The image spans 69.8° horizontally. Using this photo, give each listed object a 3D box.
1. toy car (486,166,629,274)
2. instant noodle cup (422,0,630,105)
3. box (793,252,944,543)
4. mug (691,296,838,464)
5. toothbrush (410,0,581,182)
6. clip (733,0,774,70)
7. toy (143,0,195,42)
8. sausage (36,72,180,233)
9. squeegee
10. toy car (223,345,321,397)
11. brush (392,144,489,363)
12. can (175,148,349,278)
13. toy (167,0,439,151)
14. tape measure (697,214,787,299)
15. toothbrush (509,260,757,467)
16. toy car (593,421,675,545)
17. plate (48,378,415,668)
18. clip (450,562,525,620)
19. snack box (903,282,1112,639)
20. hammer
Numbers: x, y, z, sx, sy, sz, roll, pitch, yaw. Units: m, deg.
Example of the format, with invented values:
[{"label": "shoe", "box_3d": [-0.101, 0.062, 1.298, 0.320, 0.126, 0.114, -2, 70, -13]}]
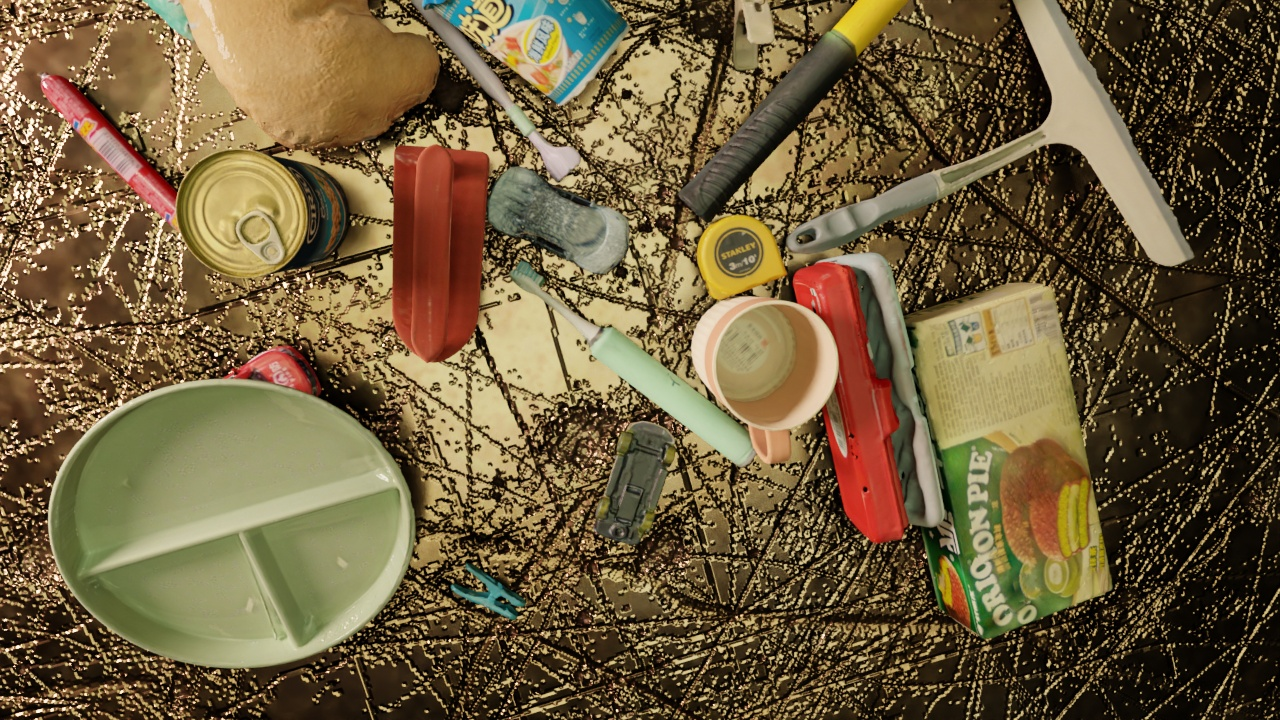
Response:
[{"label": "toy car", "box_3d": [-0.056, -0.098, 0.646, 0.105, 0.031, 0.049, 23, 95, -9]}, {"label": "instant noodle cup", "box_3d": [-0.069, -0.229, 0.601, 0.110, 0.099, 0.099, 40, 92, -18]}, {"label": "box", "box_3d": [0.165, 0.023, 0.657, 0.068, 0.090, 0.201, -16, 99, -3]}, {"label": "mug", "box_3d": [0.084, 0.012, 0.635, 0.081, 0.106, 0.114, -10, 98, -4]}, {"label": "toothbrush", "box_3d": [-0.111, -0.203, 0.633, 0.029, 0.021, 0.189, -36, 100, 32]}, {"label": "clip", "box_3d": [0.075, -0.257, 0.637, 0.034, 0.064, 0.098, -5, 91, -6]}, {"label": "toy", "box_3d": [-0.310, -0.256, 0.603, 0.092, 0.030, 0.096, 45, 84, -14]}, {"label": "sausage", "box_3d": [-0.346, -0.133, 0.619, 0.020, 0.020, 0.156, -42, 99, 1]}, {"label": "squeegee", "box_3d": [0.219, -0.130, 0.665, 0.246, 0.039, 0.246, -24, 82, 4]}, {"label": "toy car", "box_3d": [-0.281, 0.037, 0.636, 0.120, 0.045, 0.053, -34, 101, -3]}, {"label": "brush", "box_3d": [-0.138, -0.070, 0.622, 0.063, 0.069, 0.146, 4, 97, -5]}, {"label": "can", "box_3d": [-0.237, -0.094, 0.589, 0.075, 0.111, 0.075, -1, 99, -4]}, {"label": "toy", "box_3d": [-0.227, -0.247, 0.587, 0.143, 0.083, 0.226, -25, 99, -23]}, {"label": "tape measure", "box_3d": [0.069, -0.076, 0.662, 0.060, 0.029, 0.057, -21, 100, -2]}, {"label": "toothbrush", "box_3d": [-0.004, 0.004, 0.667, 0.224, 0.027, 0.027, 37, 55, -9]}, {"label": "toy car", "box_3d": [-0.005, 0.088, 0.673, 0.042, 0.035, 0.090, 18, 95, -9]}, {"label": "plate", "box_3d": [-0.272, 0.113, 0.627, 0.230, 0.027, 0.230, -5, 114, -11]}, {"label": "clip", "box_3d": [-0.113, 0.174, 0.685, 0.056, 0.014, 0.041, 33, 94, -7]}, {"label": "snack box", "box_3d": [0.261, 0.071, 0.676, 0.114, 0.063, 0.240, -18, 99, -11]}, {"label": "hammer", "box_3d": [0.137, -0.216, 0.628, 0.301, 0.033, 0.128, -47, 143, 10]}]
